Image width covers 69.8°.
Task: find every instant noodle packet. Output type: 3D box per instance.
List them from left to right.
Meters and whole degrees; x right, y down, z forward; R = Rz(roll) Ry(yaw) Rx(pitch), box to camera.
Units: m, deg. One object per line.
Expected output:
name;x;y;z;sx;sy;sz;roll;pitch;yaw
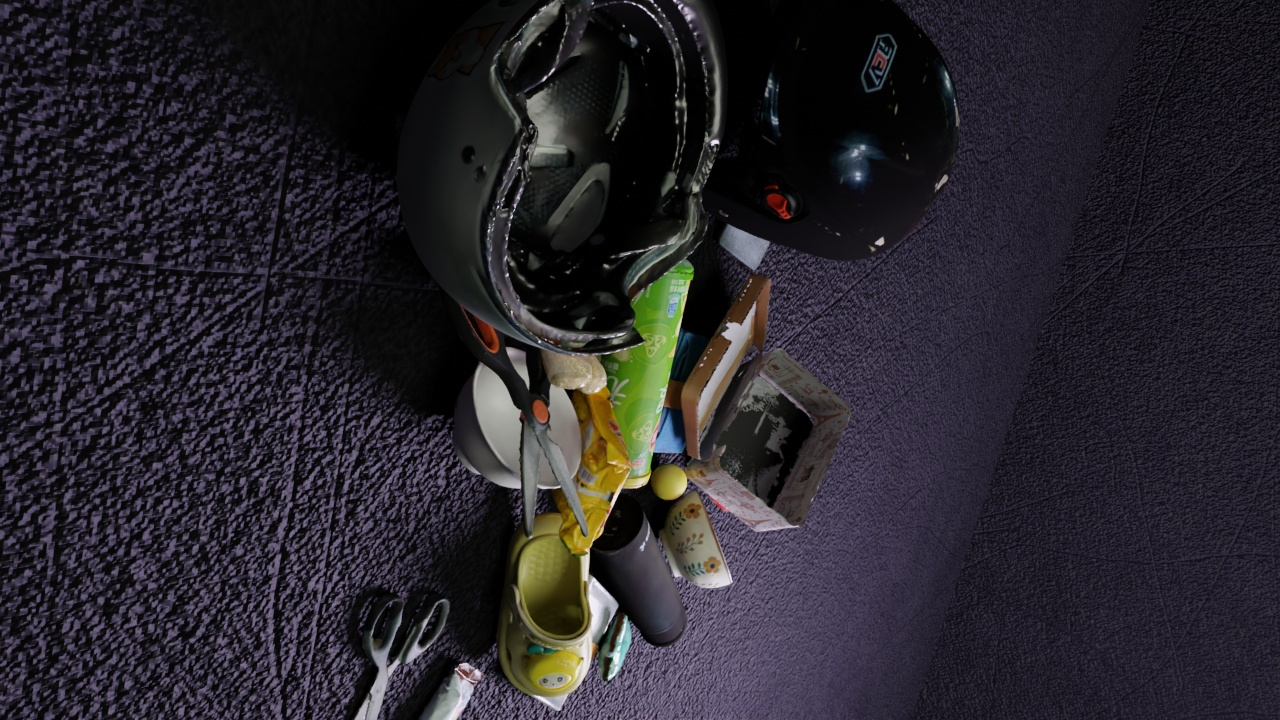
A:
instant noodle packet;-0.046;0.088;0.790;0.044;0.128;0.111;13;115;-19

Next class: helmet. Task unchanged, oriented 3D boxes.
helmet;-0.062;-0.140;0.613;0.230;0.157;0.273;55;51;-50
helmet;0.182;-0.218;0.857;0.233;0.230;0.275;-63;170;-12

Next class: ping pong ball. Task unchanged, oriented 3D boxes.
ping pong ball;0.031;0.134;1.013;0.040;0.040;0.040;-32;133;-44

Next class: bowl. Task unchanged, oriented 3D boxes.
bowl;-0.109;0.055;0.725;0.118;0.065;0.118;37;38;-37
bowl;0.058;0.212;1.058;0.062;0.113;0.113;-21;137;0

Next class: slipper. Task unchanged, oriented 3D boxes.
slipper;-0.086;0.236;0.843;0.091;0.081;0.191;0;106;-9

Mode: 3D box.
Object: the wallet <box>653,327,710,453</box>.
wallet;0.040;0.034;0.975;0.106;0.040;0.133;14;96;-62

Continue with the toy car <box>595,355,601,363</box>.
toy car;-0.051;-0.027;0.806;0.042;0.035;0.090;-8;120;-52

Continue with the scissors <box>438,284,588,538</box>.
scissors;-0.091;0.019;0.693;0.225;0.022;0.220;52;31;-28

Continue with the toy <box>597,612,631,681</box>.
toy;-0.027;0.313;1.014;0.091;0.030;0.096;-60;164;-75

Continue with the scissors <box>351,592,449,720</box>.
scissors;-0.215;0.262;0.752;0.162;0.014;0.166;-39;139;-35

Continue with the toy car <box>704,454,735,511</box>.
toy car;0.103;0.155;1.123;0.045;0.053;0.120;-42;137;-2

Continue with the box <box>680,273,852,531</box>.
box;0.122;0.053;1.021;0.178;0.130;0.272;-58;132;-28

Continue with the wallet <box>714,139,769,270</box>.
wallet;0.126;-0.168;1.005;0.097;0.019;0.121;25;88;-55

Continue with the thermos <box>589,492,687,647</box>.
thermos;-0.002;0.228;1.009;0.243;0.068;0.089;70;18;-49

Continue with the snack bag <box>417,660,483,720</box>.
snack bag;-0.181;0.319;0.819;0.105;0.026;0.045;-56;143;-23

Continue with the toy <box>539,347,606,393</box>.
toy;-0.059;-0.045;0.700;0.105;0.066;0.157;16;51;-42

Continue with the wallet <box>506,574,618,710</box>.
wallet;-0.073;0.294;0.956;0.129;0.037;0.106;-56;145;-19

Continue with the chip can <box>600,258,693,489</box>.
chip can;-0.005;0.005;0.857;0.072;0.073;0.221;-9;115;-54
